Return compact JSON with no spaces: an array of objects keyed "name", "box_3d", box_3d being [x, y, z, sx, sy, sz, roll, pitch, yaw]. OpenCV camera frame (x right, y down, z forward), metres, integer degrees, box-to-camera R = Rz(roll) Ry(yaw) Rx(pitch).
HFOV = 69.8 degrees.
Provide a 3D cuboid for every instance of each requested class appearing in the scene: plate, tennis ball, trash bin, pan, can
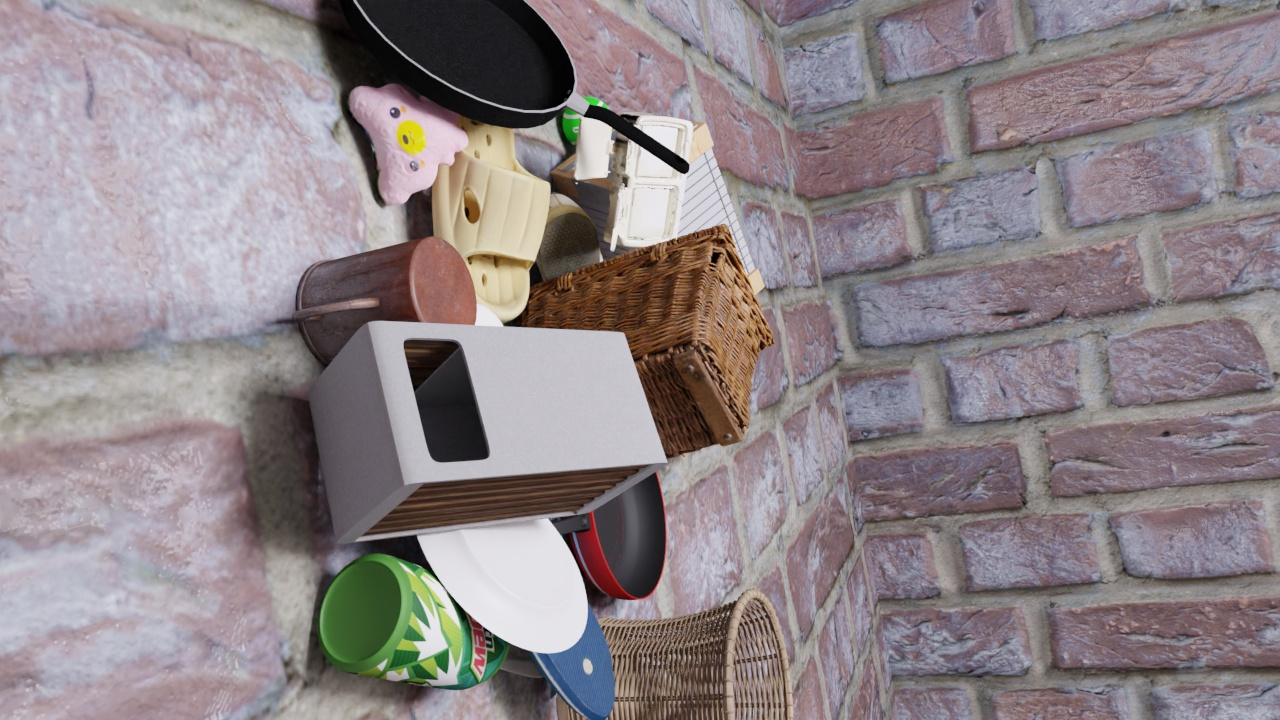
[{"name":"plate","box_3d":[-0.107,0.152,0.757,0.188,0.016,0.188,42,18,-17]},{"name":"tennis ball","box_3d":[-0.068,-0.303,1.173,0.065,0.065,0.065,-9,90,-68]},{"name":"trash bin","box_3d":[-0.112,0.052,0.692,0.228,0.115,0.114,1,62,-42]},{"name":"pan","box_3d":[-0.107,-0.264,0.848,0.356,0.034,0.224,30,39,-16]},{"name":"can","box_3d":[-0.166,0.202,0.697,0.144,0.083,0.083,44,41,-56]},{"name":"pan","box_3d":[-0.051,0.171,1.009,0.355,0.067,0.209,7,72,-67]},{"name":"trash bin","box_3d":[0.026,-0.164,1.164,0.142,0.142,0.247,-41,128,-19]}]

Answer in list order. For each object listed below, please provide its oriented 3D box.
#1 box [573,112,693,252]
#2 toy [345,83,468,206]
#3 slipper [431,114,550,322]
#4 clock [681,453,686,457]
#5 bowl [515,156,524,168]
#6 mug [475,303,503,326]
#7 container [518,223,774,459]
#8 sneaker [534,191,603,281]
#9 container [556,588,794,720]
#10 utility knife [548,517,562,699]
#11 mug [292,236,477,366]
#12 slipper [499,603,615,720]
[{"name":"box","box_3d":[-0.006,-0.188,0.974,0.185,0.066,0.145,-31,131,-62]},{"name":"toy","box_3d":[-0.197,-0.192,0.793,0.050,0.093,0.102,-136,-149,-68]},{"name":"slipper","box_3d":[-0.135,-0.169,0.848,0.111,0.079,0.261,2,80,-53]},{"name":"clock","box_3d":[0.010,0.046,1.167,0.157,0.073,0.121,51,-4,42]},{"name":"bowl","box_3d":[-0.155,-0.161,0.923,0.109,0.041,0.109,20,65,-53]},{"name":"mug","box_3d":[-0.162,0.009,0.809,0.094,0.068,0.115,34,51,-61]},{"name":"container","box_3d":[-0.006,0.005,0.921,0.182,0.250,0.162,-83,151,-51]},{"name":"sneaker","box_3d":[-0.081,-0.093,1.051,0.102,0.089,0.242,56,-14,41]},{"name":"container","box_3d":[0.041,0.369,0.990,0.226,0.196,0.227,-9,90,-68]},{"name":"utility knife","box_3d":[-0.090,0.251,0.957,0.031,0.015,0.195,44,38,-55]},{"name":"mug","box_3d":[-0.198,-0.042,0.691,0.122,0.110,0.096,-22,97,-68]},{"name":"slipper","box_3d":[-0.118,0.221,0.850,0.295,0.060,0.118,55,25,-23]}]
